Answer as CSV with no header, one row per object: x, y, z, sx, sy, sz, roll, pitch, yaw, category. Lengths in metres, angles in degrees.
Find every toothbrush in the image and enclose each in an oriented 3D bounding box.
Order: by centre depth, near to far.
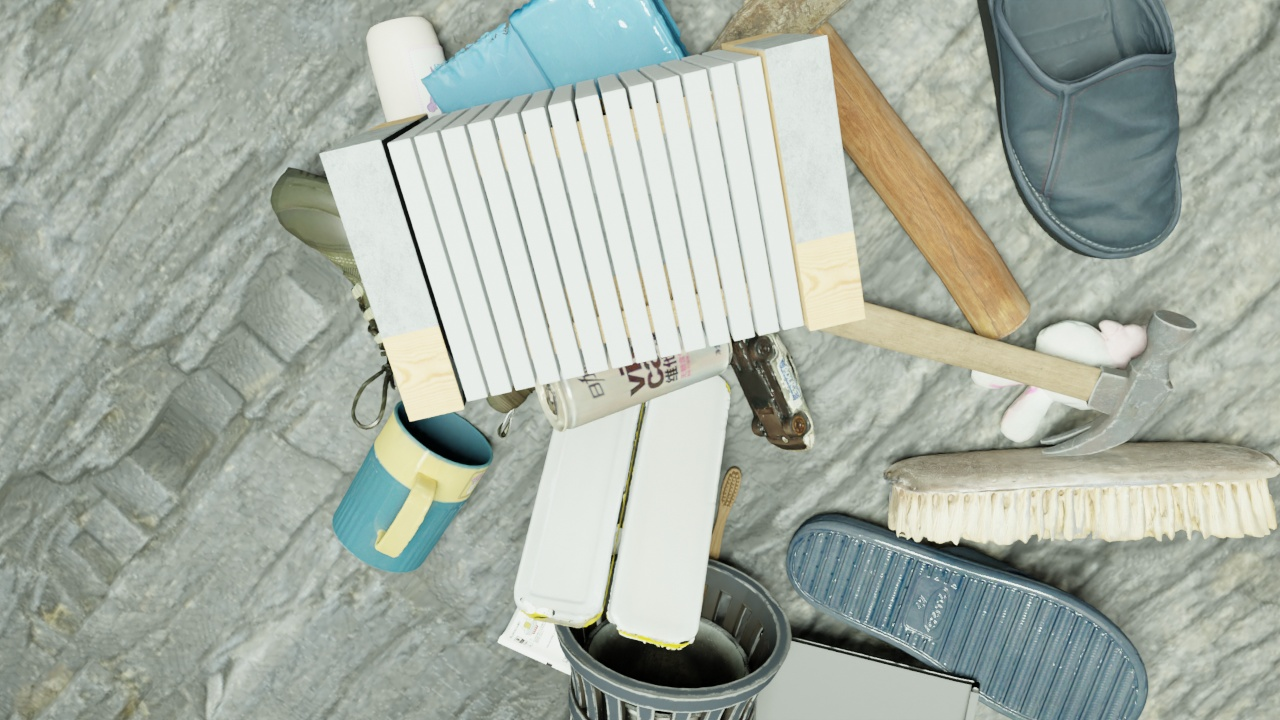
0.054,0.163,0.728,0.016,0.016,0.167,15,103,2,toothbrush

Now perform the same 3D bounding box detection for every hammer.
0.170,-0.131,0.637,0.158,0.037,0.301,-38,102,12,hammer
0.196,-0.016,0.649,0.331,0.030,0.120,15,121,9,hammer

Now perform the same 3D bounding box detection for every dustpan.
0.161,0.336,0.723,0.163,0.033,0.258,9,120,19,dustpan

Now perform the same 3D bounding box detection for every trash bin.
-0.022,-0.084,0.522,0.247,0.142,0.142,-13,110,1,trash bin
0.011,0.283,0.677,0.164,0.164,0.228,7,111,2,trash bin

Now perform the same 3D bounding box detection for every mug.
-0.173,0.100,0.680,0.083,0.113,0.107,32,104,-17,mug

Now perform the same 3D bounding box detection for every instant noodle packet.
-0.049,0.189,0.734,0.087,0.026,0.134,25,102,-2,instant noodle packet

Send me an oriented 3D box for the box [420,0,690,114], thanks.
-0.022,-0.133,0.626,0.175,0.033,0.231,-25,113,26,box

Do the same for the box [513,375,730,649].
-0.008,0.090,0.648,0.129,0.034,0.209,12,59,-1,box

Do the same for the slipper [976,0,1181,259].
0.297,-0.189,0.607,0.109,0.083,0.265,-20,101,5,slipper

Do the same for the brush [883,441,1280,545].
0.314,0.094,0.663,0.271,0.083,0.057,-3,100,4,brush

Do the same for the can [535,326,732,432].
-0.004,0.004,0.647,0.135,0.054,0.054,-19,101,-23,can

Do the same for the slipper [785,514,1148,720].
0.242,0.183,0.694,0.264,0.082,0.101,22,107,19,slipper

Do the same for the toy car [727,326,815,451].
0.098,0.017,0.682,0.040,0.049,0.113,-32,104,-30,toy car

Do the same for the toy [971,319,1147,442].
0.312,0.006,0.666,0.126,0.037,0.076,-29,103,23,toy

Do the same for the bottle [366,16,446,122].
-0.153,-0.166,0.655,0.051,0.051,0.146,-12,101,6,bottle

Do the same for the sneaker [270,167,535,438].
-0.170,-0.028,0.661,0.238,0.101,0.143,32,95,-9,sneaker
